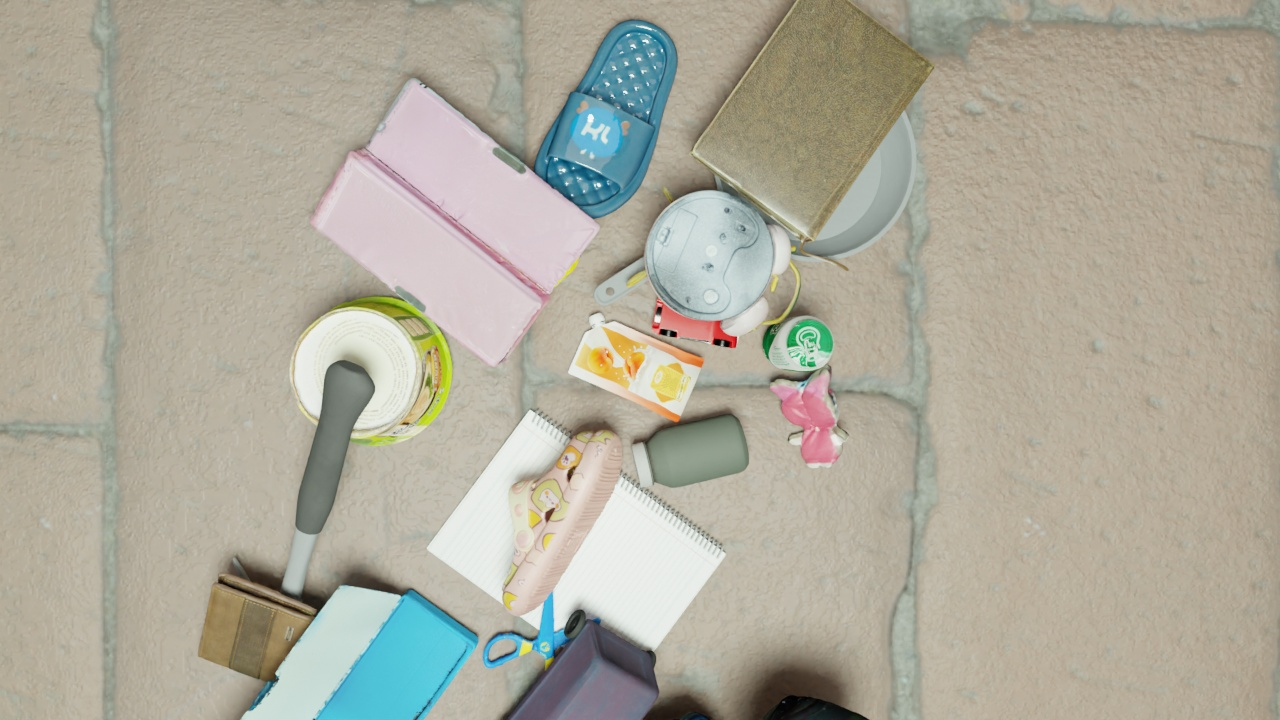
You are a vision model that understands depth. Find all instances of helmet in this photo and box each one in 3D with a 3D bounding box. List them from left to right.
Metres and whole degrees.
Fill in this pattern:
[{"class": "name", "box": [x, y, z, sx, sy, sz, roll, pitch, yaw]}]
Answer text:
[{"class": "helmet", "box": [0.061, 0.440, 0.819, 0.236, 0.248, 0.316, 11, 91, 25]}]

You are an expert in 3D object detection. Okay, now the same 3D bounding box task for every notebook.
[{"class": "notebook", "box": [-0.062, 0.189, 0.920, 0.245, 0.013, 0.178, 37, 90, -3]}, {"class": "notebook", "box": [0.178, -0.223, 0.874, 0.190, 0.034, 0.215, 37, 86, -4]}]

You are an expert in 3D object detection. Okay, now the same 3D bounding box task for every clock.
[{"class": "clock", "box": [0.077, -0.088, 0.852, 0.158, 0.059, 0.117, 22, 90, -7]}]

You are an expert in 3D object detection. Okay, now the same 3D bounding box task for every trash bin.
[{"class": "trash bin", "box": [-0.064, 0.337, 0.874, 0.093, 0.092, 0.161, 35, 99, -17]}]

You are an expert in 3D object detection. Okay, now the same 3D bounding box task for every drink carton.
[{"class": "drink carton", "box": [-0.005, 0.005, 0.912, 0.122, 0.039, 0.069, 23, 90, 3]}]

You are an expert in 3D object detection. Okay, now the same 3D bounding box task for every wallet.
[{"class": "wallet", "box": [-0.365, 0.260, 0.872, 0.098, 0.026, 0.121, 24, 121, -4]}]

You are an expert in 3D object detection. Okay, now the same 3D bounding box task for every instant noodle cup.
[{"class": "instant noodle cup", "box": [-0.256, 0.011, 0.862, 0.146, 0.098, 0.146, 0, 91, -3]}]

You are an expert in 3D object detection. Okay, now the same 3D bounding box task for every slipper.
[{"class": "slipper", "box": [-0.088, 0.145, 0.875, 0.081, 0.093, 0.197, 29, 94, 17]}, {"class": "slipper", "box": [-0.026, -0.233, 0.885, 0.104, 0.059, 0.213, 26, 83, -7]}]

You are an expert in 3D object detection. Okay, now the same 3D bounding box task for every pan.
[{"class": "pan", "box": [0.105, -0.154, 0.903, 0.356, 0.051, 0.201, -33, 93, -2]}]

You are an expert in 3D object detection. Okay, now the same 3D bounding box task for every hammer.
[{"class": "hammer", "box": [-0.301, 0.133, 0.835, 0.125, 0.029, 0.312, 23, 115, -1]}]

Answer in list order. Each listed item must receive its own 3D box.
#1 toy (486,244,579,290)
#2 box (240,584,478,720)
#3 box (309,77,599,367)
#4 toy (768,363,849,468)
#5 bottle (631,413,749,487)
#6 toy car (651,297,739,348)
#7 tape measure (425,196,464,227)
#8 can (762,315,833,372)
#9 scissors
[{"class": "toy", "box": [-0.105, -0.114, 0.897, 0.095, 0.041, 0.094, -22, 95, -2]}, {"class": "box", "box": [-0.292, 0.329, 0.883, 0.170, 0.071, 0.243, 37, 89, -29]}, {"class": "box", "box": [-0.178, -0.127, 0.864, 0.232, 0.039, 0.179, 37, 106, 1]}, {"class": "toy", "box": [0.174, 0.055, 0.918, 0.066, 0.050, 0.102, -11, 103, 28]}, {"class": "bottle", "box": [0.048, 0.091, 0.900, 0.108, 0.060, 0.060, -13, 92, -3]}, {"class": "toy car", "box": [0.058, -0.038, 0.915, 0.089, 0.025, 0.038, 11, 90, -3]}, {"class": "tape measure", "box": [-0.178, -0.162, 0.903, 0.065, 0.017, 0.064, 3, 91, -3]}, {"class": "can", "box": [0.151, -0.016, 0.883, 0.053, 0.101, 0.053, 0, 91, -4]}, {"class": "scissors", "box": [-0.093, 0.290, 0.914, 0.125, 0.015, 0.127, -26, 101, 4]}]
